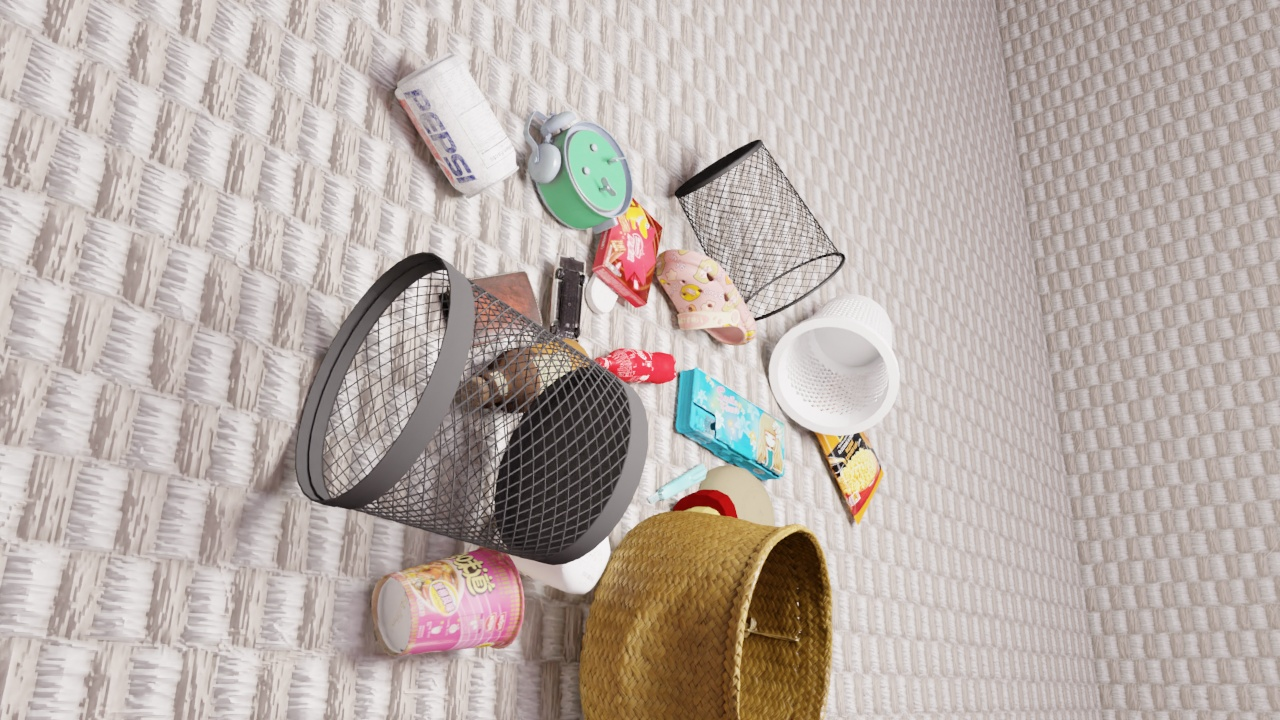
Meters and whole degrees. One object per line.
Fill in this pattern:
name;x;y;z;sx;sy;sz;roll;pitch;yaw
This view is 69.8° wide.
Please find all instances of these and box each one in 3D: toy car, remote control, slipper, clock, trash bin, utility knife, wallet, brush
toy car;-0.088;-0.068;1.076;0.039;0.039;0.113;12;68;-24
remote control;-0.037;-0.113;1.176;0.043;0.013;0.136;49;44;-29
slipper;0.089;-0.071;1.265;0.197;0.093;0.081;45;57;-34
clock;-0.078;-0.238;1.115;0.161;0.076;0.121;41;49;-35
trash bin;-0.139;0.056;0.802;0.227;0.218;0.217;30;55;-36
trash bin;0.165;-0.193;1.335;0.210;0.185;0.183;57;41;-13
utility knife;0.050;0.161;1.191;0.125;0.015;0.022;-20;92;-51
wallet;-0.160;-0.057;0.995;0.122;0.019;0.072;-18;92;-53
brush;0.090;0.251;1.154;0.041;0.082;0.173;-15;90;-53
trash bin;0.326;-0.012;1.476;0.195;0.196;0.199;64;29;-13

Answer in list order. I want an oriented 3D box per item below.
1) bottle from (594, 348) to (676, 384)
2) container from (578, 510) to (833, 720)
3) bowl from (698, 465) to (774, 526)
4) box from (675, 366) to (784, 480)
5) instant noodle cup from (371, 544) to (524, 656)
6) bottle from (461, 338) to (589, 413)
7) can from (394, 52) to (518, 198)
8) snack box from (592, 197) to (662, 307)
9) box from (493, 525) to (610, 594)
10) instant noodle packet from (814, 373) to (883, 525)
bottle;-0.007;0.007;1.149;0.141;0.042;0.042;6;74;-51
container;0.075;0.310;0.980;0.306;0.197;0.307;-10;102;-60
bowl;0.141;0.216;1.256;0.152;0.051;0.152;21;62;-47
box;0.133;0.093;1.297;0.226;0.041;0.094;32;54;-42
instant noodle cup;-0.177;0.221;0.826;0.108;0.098;0.097;1;77;-44
bottle;-0.124;0.020;0.975;0.156;0.068;0.068;-15;90;-53
can;-0.192;-0.248;0.972;0.136;0.078;0.078;59;40;-19
snack box;-0.015;-0.145;1.185;0.089;0.021;0.132;40;48;-36
box;-0.090;0.157;0.944;0.083;0.140;0.141;46;59;-51
instant noodle packet;0.353;0.146;1.565;0.159;0.032;0.221;-44;113;-49
